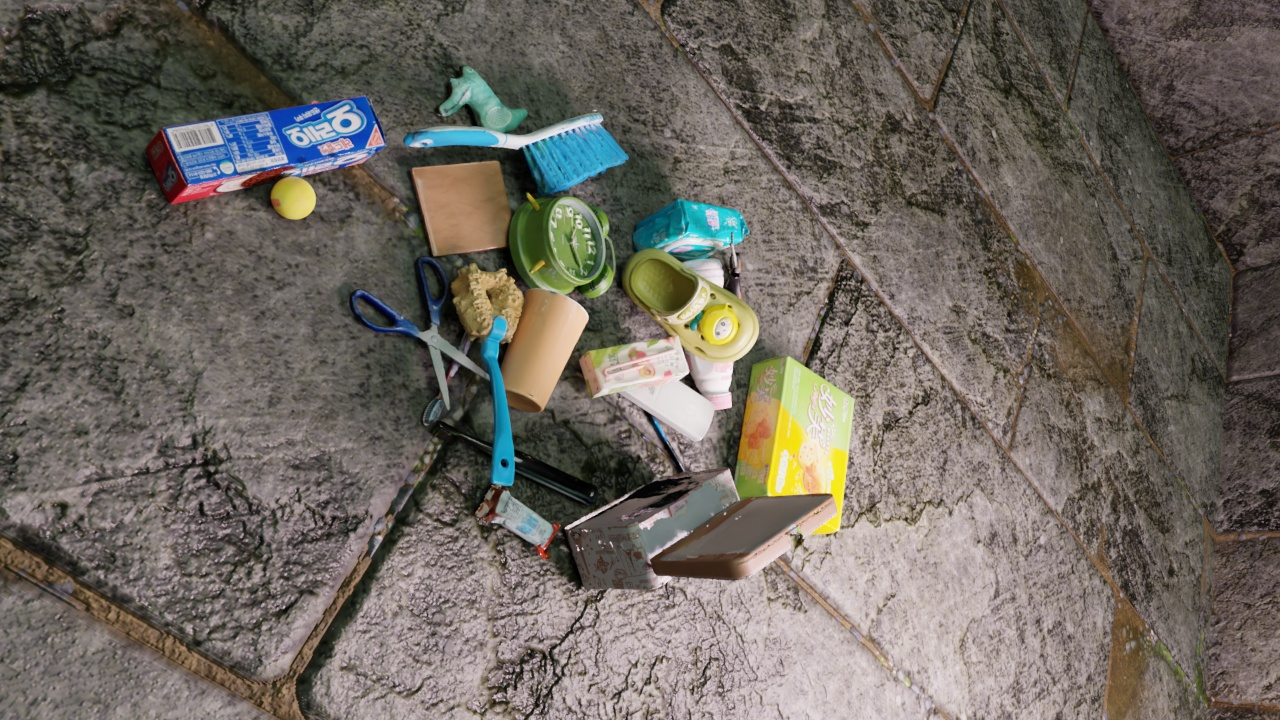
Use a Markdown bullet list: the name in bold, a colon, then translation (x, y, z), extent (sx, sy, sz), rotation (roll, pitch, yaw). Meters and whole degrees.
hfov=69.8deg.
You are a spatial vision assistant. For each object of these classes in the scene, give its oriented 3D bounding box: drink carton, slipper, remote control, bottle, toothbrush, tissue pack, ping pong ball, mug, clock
- **drink carton**: translation (-0.007, 0.006, 1.104), extent (0.122, 0.046, 0.053), rotation (-10, 77, -27)
- **slipper**: translation (0.057, -0.066, 1.138), extent (0.190, 0.092, 0.081), rotation (36, 9, 3)
- **remote control**: translation (0.032, 0.047, 1.154), extent (0.135, 0.019, 0.056), rotation (33, 61, -18)
- **bottle**: translation (0.087, -0.033, 1.211), extent (0.068, 0.068, 0.197), rotation (-6, 87, -43)
- **toothbrush**: translation (0.053, 0.142, 1.172), extent (0.016, 0.014, 0.189), rotation (-34, 103, -17)
- **toothbrush**: translation (-0.190, -0.011, 0.986), extent (0.016, 0.017, 0.187), rotation (39, 57, -29)
- **tissue pack**: translation (0.067, -0.167, 1.204), extent (0.133, 0.093, 0.050), rotation (1, 75, -41)
- **ping pong ball**: translation (-0.332, -0.155, 0.877), extent (0.040, 0.040, 0.040), rotation (12, 72, -40)
- **mug**: translation (-0.115, -0.008, 1.019), extent (0.078, 0.078, 0.122), rotation (34, 65, -32)
- **clock**: translation (-0.083, -0.133, 1.077), extent (0.161, 0.056, 0.116), rotation (8, 76, -53)
- **toothbrush**: translation (-0.135, 0.112, 1.002), extent (0.212, 0.027, 0.026), rotation (30, 17, -32)

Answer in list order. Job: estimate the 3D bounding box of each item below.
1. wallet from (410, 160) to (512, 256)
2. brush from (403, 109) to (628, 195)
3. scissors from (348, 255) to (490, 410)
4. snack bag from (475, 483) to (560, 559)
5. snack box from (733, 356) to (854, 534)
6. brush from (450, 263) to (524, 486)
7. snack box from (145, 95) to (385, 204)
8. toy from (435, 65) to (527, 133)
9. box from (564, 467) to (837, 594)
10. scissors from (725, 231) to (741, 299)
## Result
- **wallet**: translation (-0.194, -0.170, 1.021), extent (0.115, 0.020, 0.101), rotation (-14, 90, -40)
- **brush**: translation (-0.132, -0.237, 1.049), extent (0.313, 0.061, 0.109), rotation (-35, 103, -48)
- **scissors**: translation (-0.225, -0.034, 0.953), extent (0.174, 0.012, 0.162), rotation (19, 61, -31)
- **snack bag**: translation (-0.128, 0.174, 0.991), extent (0.105, 0.026, 0.045), rotation (41, 65, -27)
- **snack box**: translation (0.217, 0.120, 1.285), extent (0.157, 0.070, 0.209), rotation (29, 62, -33)
- **brush**: translation (-0.151, 0.008, 0.947), extent (0.083, 0.046, 0.254), rotation (18, 52, -41)
- **snack box**: translation (-0.345, -0.202, 0.865), extent (0.206, 0.058, 0.057), rotation (-27, 98, -42)
- **toy**: translation (-0.186, -0.292, 1.052), extent (0.092, 0.030, 0.096), rotation (51, 59, -15)
- **box**: translation (0.065, 0.184, 1.004), extent (0.176, 0.260, 0.082), rotation (-22, 96, -43)
- **scissors**: translation (0.120, -0.133, 1.203), extent (0.235, 0.022, 0.148), rotation (78, 12, -54)
